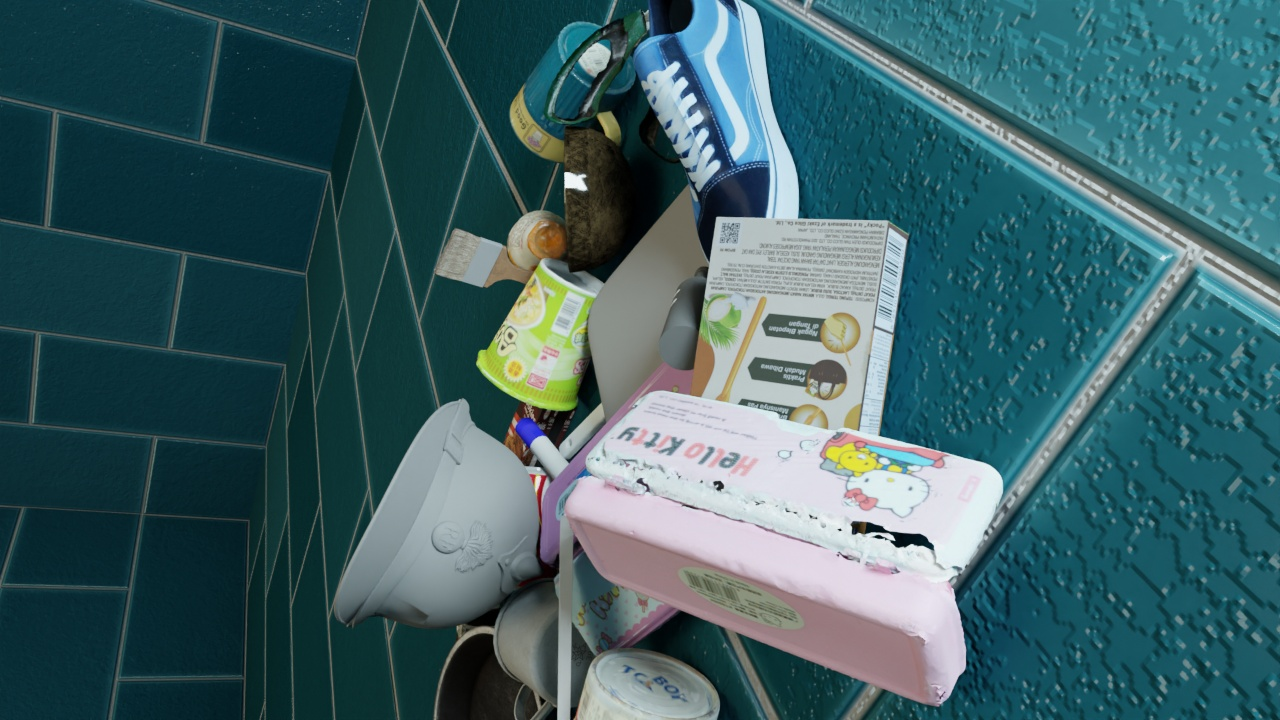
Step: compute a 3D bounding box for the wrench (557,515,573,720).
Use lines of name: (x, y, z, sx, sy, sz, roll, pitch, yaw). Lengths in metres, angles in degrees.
wrench: (-0.051, 0.241, 0.620, 0.087, 0.018, 0.273, 139, 132, -85)

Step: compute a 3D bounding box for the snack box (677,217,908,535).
snack box: (0.079, 0.018, 0.501, 0.101, 0.031, 0.186, 8, 89, 35)

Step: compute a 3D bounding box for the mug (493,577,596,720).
mug: (-0.066, 0.229, 0.701, 0.071, 0.084, 0.113, 1, 73, 60)

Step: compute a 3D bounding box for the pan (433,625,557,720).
pan: (-0.079, 0.340, 0.737, 0.357, 0.055, 0.187, 12, 93, 51)

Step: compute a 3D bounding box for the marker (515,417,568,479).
marker: (-0.064, 0.097, 0.773, 0.141, 0.020, 0.020, 44, 122, 39)

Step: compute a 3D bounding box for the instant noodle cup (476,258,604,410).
instant noodle cup: (-0.077, -0.026, 0.805, 0.108, 0.098, 0.099, -62, 32, 17)

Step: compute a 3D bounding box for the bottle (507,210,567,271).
bottle: (-0.092, -0.110, 0.861, 0.109, 0.063, 0.063, -159, 79, -78)

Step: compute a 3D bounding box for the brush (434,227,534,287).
brush: (-0.109, -0.075, 0.816, 0.045, 0.143, 0.008, -57, 36, 23)

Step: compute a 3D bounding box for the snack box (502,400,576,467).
snack box: (-0.106, 0.082, 0.885, 0.141, 0.031, 0.051, -64, 32, 29)

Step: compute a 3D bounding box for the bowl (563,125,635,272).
bowl: (-0.033, -0.135, 0.769, 0.121, 0.056, 0.121, 173, 95, -88)

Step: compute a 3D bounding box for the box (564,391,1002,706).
box: (0.068, 0.077, 0.455, 0.202, 0.087, 0.102, 12, 52, 35)

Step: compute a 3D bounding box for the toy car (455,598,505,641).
toy car: (-0.158, 0.249, 0.915, 0.041, 0.048, 0.112, 141, 130, -58)

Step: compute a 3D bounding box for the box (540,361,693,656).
box: (0.004, 0.096, 0.615, 0.215, 0.048, 0.149, -48, 51, 35)

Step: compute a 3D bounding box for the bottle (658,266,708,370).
bottle: (0.035, -0.033, 0.584, 0.112, 0.030, 0.030, -70, 5, -60)

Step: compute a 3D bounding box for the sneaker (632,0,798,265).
sneaker: (0.035, -0.154, 0.610, 0.084, 0.098, 0.240, -38, 50, 49)

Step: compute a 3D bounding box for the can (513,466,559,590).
can: (-0.095, 0.147, 0.807, 0.064, 0.064, 0.104, -13, 71, 61)

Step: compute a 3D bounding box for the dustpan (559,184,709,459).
dustpan: (-0.004, 0.004, 0.719, 0.258, 0.033, 0.163, -46, 44, 36)

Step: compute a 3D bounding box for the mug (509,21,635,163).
mug: (-0.055, -0.234, 0.846, 0.108, 0.083, 0.113, -37, 78, 50)

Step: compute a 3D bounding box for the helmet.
helmet: (-0.127, 0.135, 0.692, 0.271, 0.117, 0.183, 123, 172, -79)

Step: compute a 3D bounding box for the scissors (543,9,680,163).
scissors: (0.028, -0.245, 0.712, 0.147, 0.015, 0.210, 39, 96, 19)

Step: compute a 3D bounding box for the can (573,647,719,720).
can: (0.004, 0.219, 0.572, 0.086, 0.086, 0.043, 30, 107, 61)
